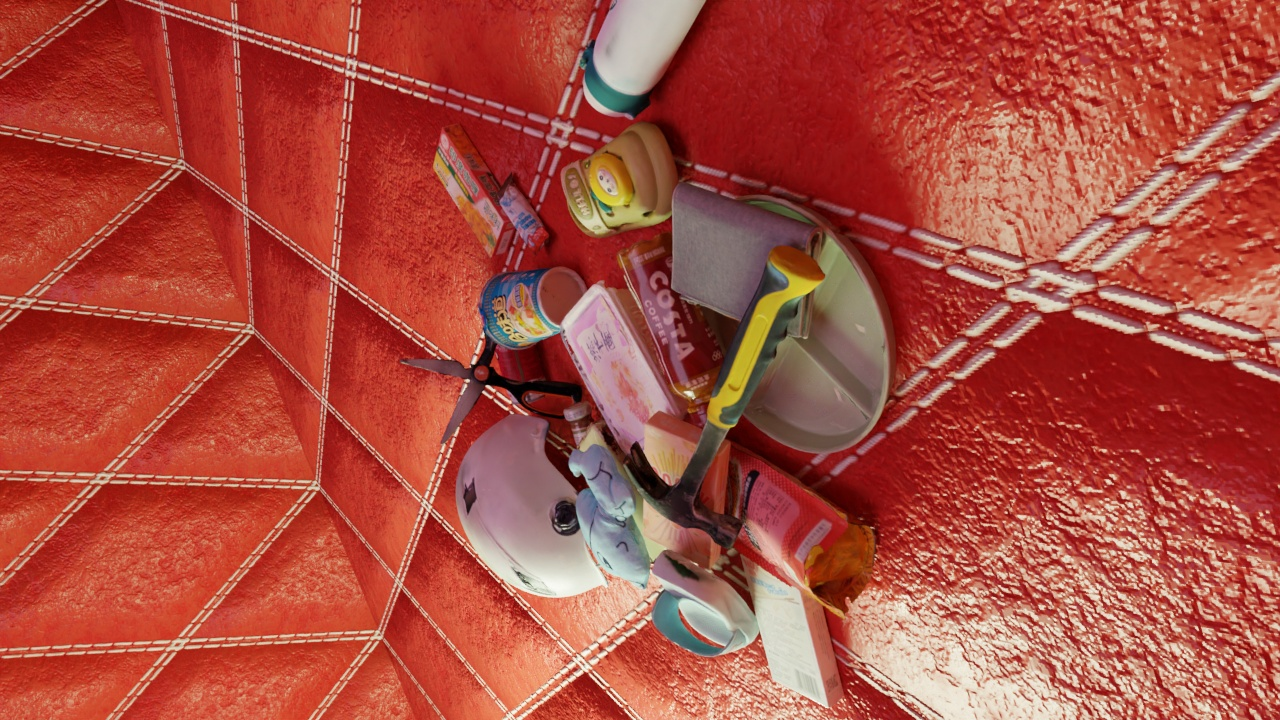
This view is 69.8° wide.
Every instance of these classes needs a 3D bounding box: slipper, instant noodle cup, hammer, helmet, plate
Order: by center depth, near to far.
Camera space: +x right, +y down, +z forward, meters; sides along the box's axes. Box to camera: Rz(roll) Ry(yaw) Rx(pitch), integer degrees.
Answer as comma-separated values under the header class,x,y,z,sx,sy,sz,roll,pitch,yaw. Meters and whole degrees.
class,x,y,z,sx,sy,sz,roll,pitch,yaw
hammer,0.070,0.036,0.771,0.126,0.031,0.324,27,134,8
plate,0.124,-0.030,0.776,0.230,0.027,0.231,35,137,41
slipper,-0.034,-0.159,0.880,0.191,0.081,0.091,-12,103,61
slipper,0.060,0.266,0.963,0.104,0.074,0.245,26,162,25
instant noodle cup,-0.006,0.006,0.968,0.173,0.060,0.138,62,149,8
instant noodle cup,-0.119,-0.065,1.067,0.110,0.099,0.099,-7,105,50
helmet,-0.156,0.205,1.199,0.258,0.145,0.229,67,166,1

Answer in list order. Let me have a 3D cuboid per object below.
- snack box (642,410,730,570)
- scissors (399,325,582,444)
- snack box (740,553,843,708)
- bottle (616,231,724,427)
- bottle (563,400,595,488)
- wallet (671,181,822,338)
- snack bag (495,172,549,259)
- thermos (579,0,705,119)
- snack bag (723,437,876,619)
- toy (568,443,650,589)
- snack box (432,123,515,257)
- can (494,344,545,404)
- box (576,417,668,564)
class,x,y,z,sx,sy,sz,roll,pitch,yaw
snack box,0.043,0.131,0.912,0.084,0.026,0.157,22,131,28
scissors,-0.180,0.004,1.136,0.022,0.230,0.220,131,150,-82
snack box,0.154,0.270,0.937,0.085,0.026,0.157,8,117,55
bottle,0.036,-0.027,0.830,0.058,0.057,0.175,-16,97,59
bottle,-0.044,0.150,1.128,0.060,0.059,0.206,-10,102,58
wallet,0.083,-0.078,0.739,0.130,0.036,0.107,25,133,32
snack bag,-0.139,-0.169,1.083,0.104,0.026,0.048,57,136,13
thermos,0.010,-0.284,0.735,0.073,0.073,0.225,59,149,11
snack bag,0.125,0.152,0.872,0.208,0.073,0.129,27,128,56
toy,-0.035,0.175,1.007,0.161,0.049,0.157,51,146,20
snack box,-0.209,-0.214,1.157,0.155,0.027,0.077,56,147,15
can,-0.162,-0.012,1.200,0.053,0.053,0.133,10,119,54
box,-0.003,0.142,1.041,0.168,0.077,0.092,55,148,16
